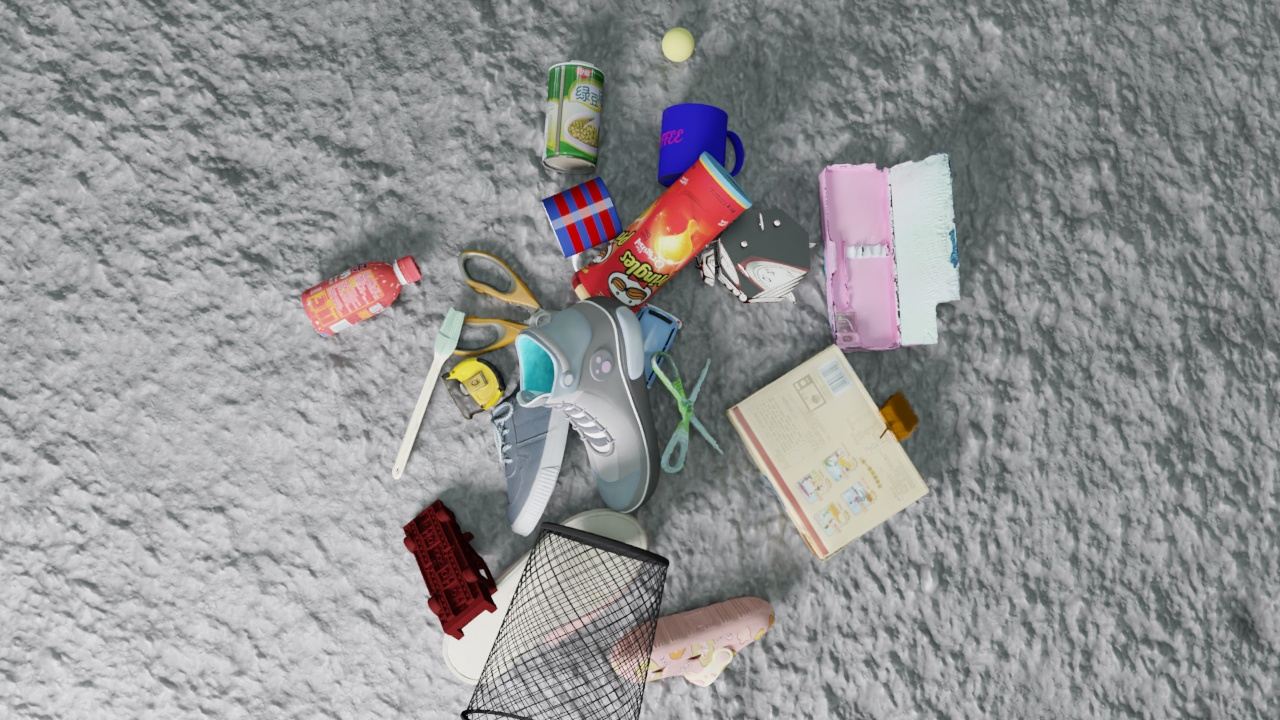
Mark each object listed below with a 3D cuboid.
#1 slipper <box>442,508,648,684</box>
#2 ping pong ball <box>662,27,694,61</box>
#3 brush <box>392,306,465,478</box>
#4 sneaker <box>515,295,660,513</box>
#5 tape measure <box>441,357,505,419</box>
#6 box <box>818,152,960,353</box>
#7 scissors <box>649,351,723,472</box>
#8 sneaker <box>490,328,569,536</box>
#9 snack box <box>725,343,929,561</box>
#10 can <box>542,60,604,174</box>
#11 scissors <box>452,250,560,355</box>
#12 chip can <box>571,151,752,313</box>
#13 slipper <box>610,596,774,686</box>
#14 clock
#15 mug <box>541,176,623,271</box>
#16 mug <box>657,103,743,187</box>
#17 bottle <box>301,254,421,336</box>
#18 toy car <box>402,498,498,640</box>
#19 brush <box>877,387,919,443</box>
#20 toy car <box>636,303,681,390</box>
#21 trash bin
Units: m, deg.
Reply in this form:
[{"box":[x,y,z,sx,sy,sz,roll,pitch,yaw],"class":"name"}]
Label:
[{"box":[-0.111,0.273,1.076,0.274,0.054,0.114,-35,87,-6],"class":"slipper"},{"box":[0.047,-0.392,1.138,0.040,0.040,0.040,0,85,-1],"class":"ping pong ball"},{"box":[-0.257,0.040,1.098,0.012,0.033,0.217,19,94,-41],"class":"brush"},{"box":[-0.064,0.065,1.002,0.093,0.160,0.257,4,107,38],"class":"sneaker"},{"box":[-0.198,0.029,1.103,0.064,0.037,0.065,-30,86,-2],"class":"tape measure"},{"box":[0.301,-0.128,1.110,0.161,0.061,0.230,-4,85,19],"class":"box"},{"box":[0.054,0.058,1.071,0.021,0.172,0.171,-15,126,35],"class":"scissors"},{"box":[-0.134,0.083,1.071,0.087,0.089,0.235,13,79,-13],"class":"sneaker"},{"box":[0.220,0.108,1.092,0.153,0.055,0.207,-32,87,-3],"class":"snack box"},{"box":[-0.082,-0.295,1.115,0.067,0.067,0.121,4,86,0],"class":"can"},{"box":[-0.142,-0.043,1.120,0.225,0.016,0.175,29,86,2],"class":"scissors"},{"box":[0.023,-0.136,1.060,0.214,0.087,0.087,-42,87,17],"class":"chip can"},{"box":[0.066,0.337,1.058,0.197,0.093,0.081,-17,96,-3],"class":"slipper"},{"box":[0.130,-0.133,1.105,0.154,0.065,0.114,21,85,0],"class":"clock"},{"box":[-0.063,-0.156,1.108,0.076,0.075,0.112,-23,112,-3],"class":"mug"},{"box":[0.077,-0.254,1.115,0.111,0.079,0.083,7,85,-28],"class":"mug"},{"box":[-0.330,-0.084,1.099,0.137,0.062,0.062,-26,86,-4],"class":"bottle"},{"box":[-0.213,0.239,1.047,0.070,0.062,0.170,-39,44,-2],"class":"toy car"},{"box":[0.297,0.070,1.065,0.017,0.126,0.048,-33,86,27],"class":"brush"},{"box":[-0.007,0.006,1.098,0.056,0.055,0.153,28,86,2],"class":"toy car"},{"box":[-0.067,0.292,0.963,0.184,0.184,0.210,17,76,1],"class":"trash bin"}]
